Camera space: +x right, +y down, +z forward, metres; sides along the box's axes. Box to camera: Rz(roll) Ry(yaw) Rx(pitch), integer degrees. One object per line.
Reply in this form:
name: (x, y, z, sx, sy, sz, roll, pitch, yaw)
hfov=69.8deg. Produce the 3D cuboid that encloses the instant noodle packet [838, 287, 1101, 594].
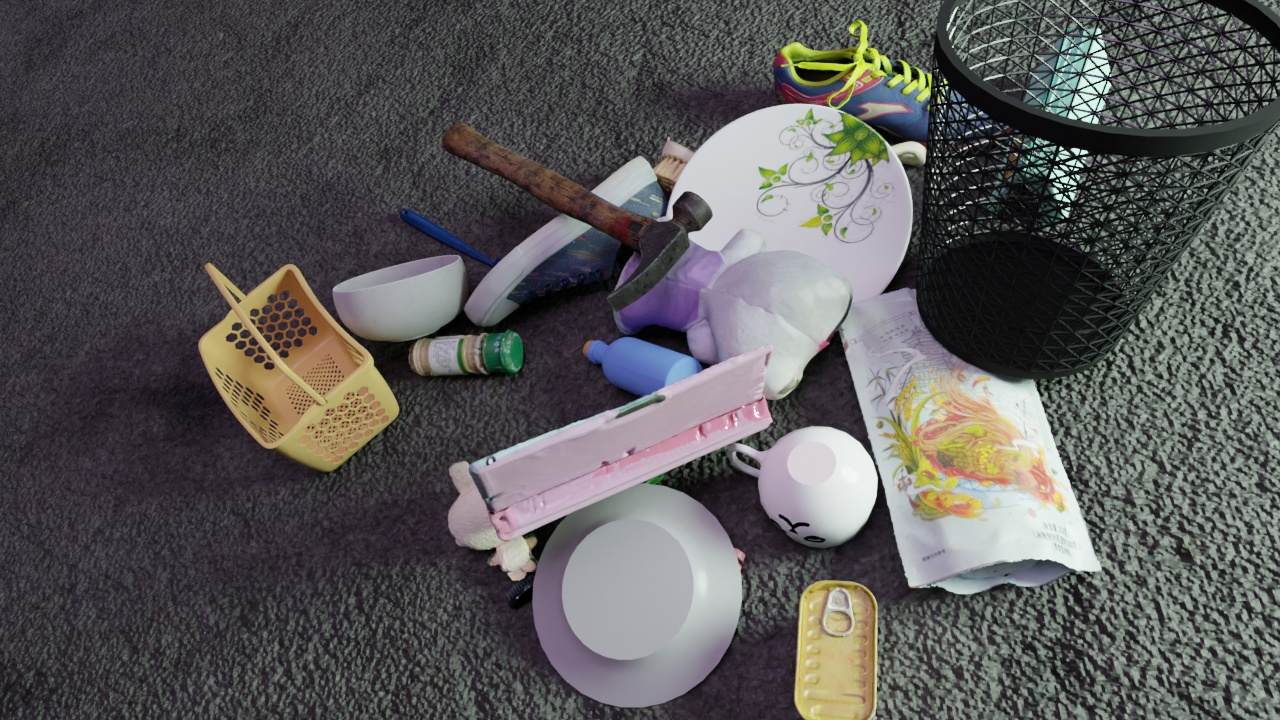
instant noodle packet: (0.248, 0.045, 0.718, 0.147, 0.057, 0.268, -7, 54, 4)

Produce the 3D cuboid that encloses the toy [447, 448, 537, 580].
toy: (-0.121, 0.132, 0.786, 0.087, 0.050, 0.112, -24, 87, -3)

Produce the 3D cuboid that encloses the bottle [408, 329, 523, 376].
bottle: (-0.171, -0.006, 0.896, 0.110, 0.043, 0.042, -3, 57, 17)

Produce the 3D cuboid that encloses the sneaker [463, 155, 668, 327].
sneaker: (-0.067, -0.100, 0.905, 0.235, 0.087, 0.079, -39, 93, 2)

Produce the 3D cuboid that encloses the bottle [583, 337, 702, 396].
bottle: (-0.005, 0.005, 0.828, 0.131, 0.048, 0.048, 20, 65, 45)

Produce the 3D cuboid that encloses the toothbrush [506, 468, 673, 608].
toothbrush: (-0.039, 0.142, 0.775, 0.188, 0.014, 0.017, -40, 47, -10)

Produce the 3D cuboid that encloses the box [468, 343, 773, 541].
box: (-0.009, 0.071, 0.699, 0.232, 0.180, 0.055, -22, 77, -9)

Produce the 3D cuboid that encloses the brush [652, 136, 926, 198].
brush: (0.143, -0.192, 0.912, 0.272, 0.062, 0.077, -1, 85, 12)

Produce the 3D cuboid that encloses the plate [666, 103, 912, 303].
plate: (0.137, -0.128, 0.864, 0.230, 0.030, 0.229, -4, 78, 18)

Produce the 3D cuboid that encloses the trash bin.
trash bin: (0.306, -0.126, 0.673, 0.217, 0.244, 0.216, -2, 49, 2)

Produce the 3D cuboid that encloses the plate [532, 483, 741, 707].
plate: (-0.008, 0.179, 0.717, 0.173, 0.019, 0.172, -7, 67, 16)

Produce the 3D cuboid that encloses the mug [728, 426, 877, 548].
mug: (0.122, 0.091, 0.716, 0.124, 0.076, 0.090, 19, 66, 27)

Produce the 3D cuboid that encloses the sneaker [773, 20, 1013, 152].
sneaker: (0.243, -0.264, 0.899, 0.242, 0.091, 0.116, 15, 61, 25)

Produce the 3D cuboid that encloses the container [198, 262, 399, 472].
container: (-0.338, -0.001, 0.871, 0.129, 0.167, 0.183, -41, 56, -11)

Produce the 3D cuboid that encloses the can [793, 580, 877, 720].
can: (0.139, 0.212, 0.643, 0.054, 0.059, 0.099, -1, 58, 17)

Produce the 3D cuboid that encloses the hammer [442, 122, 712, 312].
hammer: (-0.089, -0.157, 0.865, 0.330, 0.033, 0.120, 32, 75, 36)

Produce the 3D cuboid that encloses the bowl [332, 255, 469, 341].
bowl: (-0.234, -0.057, 0.917, 0.132, 0.064, 0.131, -12, 16, 3)

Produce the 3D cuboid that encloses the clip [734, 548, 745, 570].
clip: (0.053, 0.157, 0.730, 0.058, 0.022, 0.035, 13, 60, 23)

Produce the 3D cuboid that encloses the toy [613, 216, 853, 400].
toy: (0.074, -0.056, 0.808, 0.209, 0.085, 0.137, 23, 88, 28)

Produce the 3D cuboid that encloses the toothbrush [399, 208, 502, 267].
toothbrush: (-0.203, -0.131, 1.004, 0.190, 0.017, 0.016, 30, 70, 31)

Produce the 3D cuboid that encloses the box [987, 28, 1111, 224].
box: (0.366, -0.218, 0.846, 0.079, 0.077, 0.188, 6, 61, 41)
